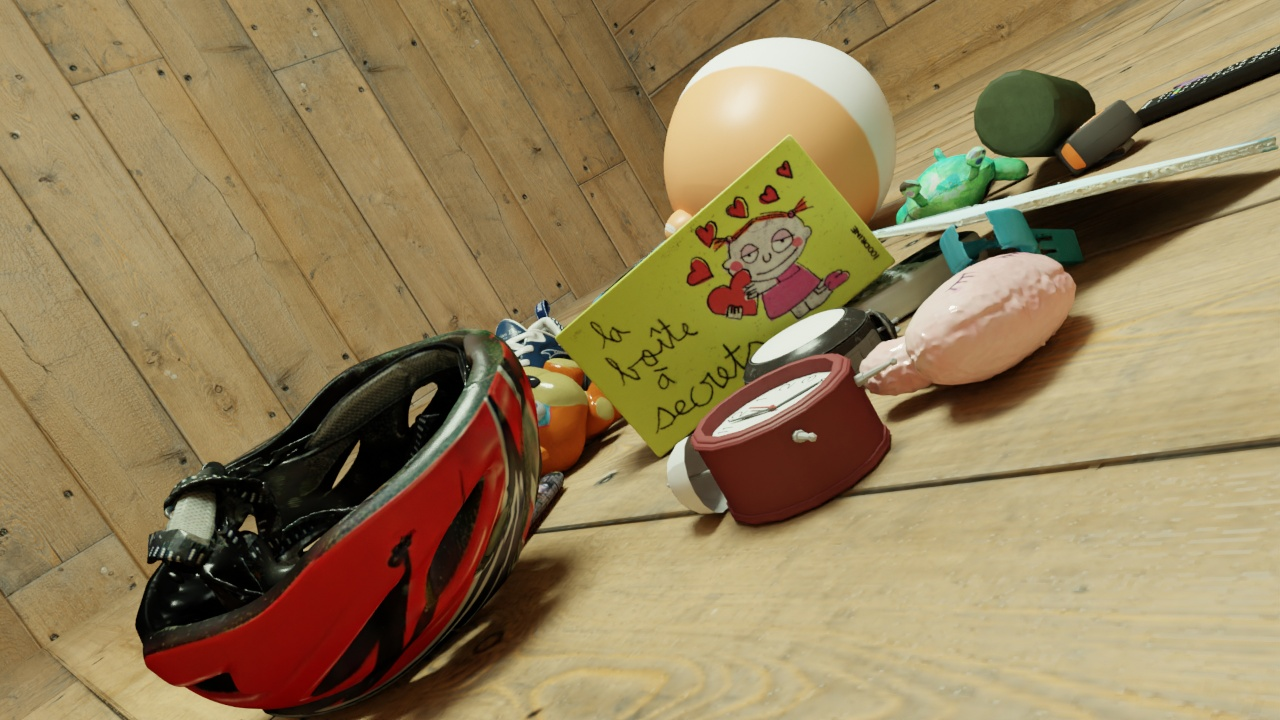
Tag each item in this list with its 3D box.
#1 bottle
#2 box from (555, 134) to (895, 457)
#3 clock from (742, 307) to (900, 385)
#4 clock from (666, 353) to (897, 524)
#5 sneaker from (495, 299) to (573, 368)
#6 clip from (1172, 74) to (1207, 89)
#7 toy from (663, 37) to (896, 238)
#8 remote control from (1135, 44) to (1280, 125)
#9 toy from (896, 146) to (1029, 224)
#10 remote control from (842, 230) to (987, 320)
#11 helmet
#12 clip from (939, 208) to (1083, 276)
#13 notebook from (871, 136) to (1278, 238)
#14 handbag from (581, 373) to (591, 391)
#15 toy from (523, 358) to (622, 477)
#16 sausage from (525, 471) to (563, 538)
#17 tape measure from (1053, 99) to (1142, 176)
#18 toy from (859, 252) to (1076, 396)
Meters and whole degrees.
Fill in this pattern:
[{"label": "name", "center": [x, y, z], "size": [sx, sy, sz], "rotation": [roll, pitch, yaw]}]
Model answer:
[{"label": "bottle", "center": [0.370, -0.221, 0.835], "size": [0.072, 0.071, 0.206], "rotation": [-24, -5, 39]}, {"label": "box", "center": [0.058, -0.046, 0.677], "size": [0.221, 0.124, 0.080], "rotation": [-38, 5, 4]}, {"label": "clock", "center": [0.114, -0.004, 0.597], "size": [0.122, 0.044, 0.091], "rotation": [-36, 10, -30]}, {"label": "clock", "center": [0.069, 0.041, 0.480], "size": [0.096, 0.048, 0.138], "rotation": [-36, 11, -33]}, {"label": "sneaker", "center": [-0.125, 0.022, 0.987], "size": [0.103, 0.132, 0.268], "rotation": [-25, 11, 24]}, {"label": "clip", "center": [0.483, -0.241, 0.810], "size": [0.045, 0.014, 0.051], "rotation": [-34, 5, -36]}, {"label": "toy", "center": [0.153, -0.223, 1.063], "size": [0.263, 0.266, 0.279], "rotation": [13, 54, 31]}, {"label": "remote control", "center": [0.472, -0.226, 0.745], "size": [0.033, 0.015, 0.147], "rotation": [-37, 10, -36]}, {"label": "toy", "center": [0.299, -0.173, 0.882], "size": [0.131, 0.072, 0.193], "rotation": [-27, 0, 26]}, {"label": "remote control", "center": [0.197, -0.057, 0.672], "size": [0.114, 0.028, 0.060], "rotation": [-32, 9, -9]}, {"label": "helmet", "center": [-0.167, 0.095, 0.551], "size": [0.272, 0.167, 0.217], "rotation": [-39, 28, 3]}, {"label": "clip", "center": [0.194, -0.055, 0.522], "size": [0.103, 0.027, 0.120], "rotation": [-28, -19, 24]}, {"label": "notebook", "center": [0.256, -0.107, 0.622], "size": [0.181, 0.009, 0.253], "rotation": [-14, 5, 0]}, {"label": "handbag", "center": [-0.005, 0.005, 0.898], "size": [0.128, 0.054, 0.079], "rotation": [-33, 40, -7]}, {"label": "toy", "center": [-0.086, 0.053, 0.810], "size": [0.112, 0.096, 0.175], "rotation": [14, 39, 29]}, {"label": "sausage", "center": [-0.085, 0.116, 0.677], "size": [0.020, 0.020, 0.155], "rotation": [-27, 9, 22]}, {"label": "tape measure", "center": [0.377, -0.180, 0.749], "size": [0.058, 0.038, 0.059], "rotation": [-36, -4, -35]}, {"label": "toy", "center": [0.163, -0.013, 0.470], "size": [0.108, 0.053, 0.105], "rotation": [-26, -9, -39]}]
